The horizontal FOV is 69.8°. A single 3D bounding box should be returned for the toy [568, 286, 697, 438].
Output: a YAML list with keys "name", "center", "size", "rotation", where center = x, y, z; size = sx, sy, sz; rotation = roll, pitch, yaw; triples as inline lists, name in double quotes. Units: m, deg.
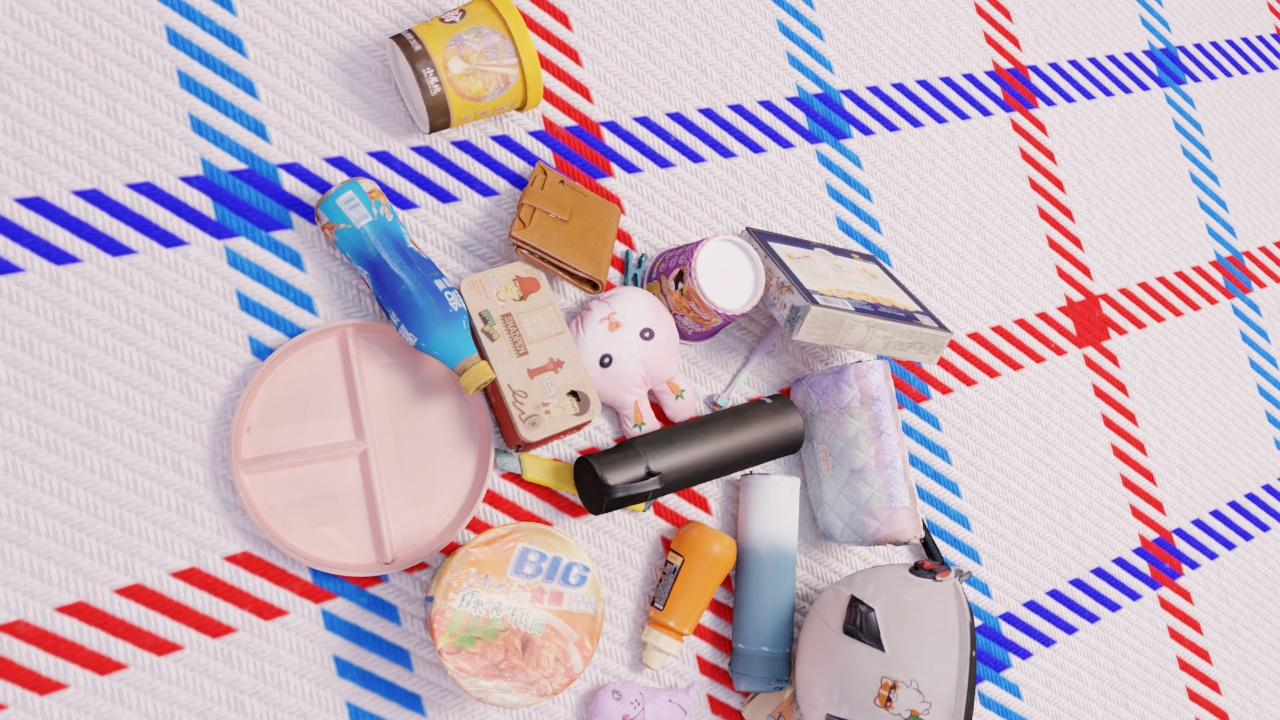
- name: "toy"
  center: [-0.006, 0.005, 0.932]
  size: [0.121, 0.054, 0.159]
  rotation: [-35, 102, -15]

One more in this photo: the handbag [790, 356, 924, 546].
- name: "handbag"
  center: [0.227, 0.101, 0.974]
  size: [0.075, 0.134, 0.194]
  rotation: [-10, 84, -27]

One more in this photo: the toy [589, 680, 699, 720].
- name: "toy"
  center: [0.000, 0.344, 0.883]
  size: [0.108, 0.039, 0.084]
  rotation: [16, 84, -22]

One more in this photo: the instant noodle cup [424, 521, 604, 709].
- name: "instant noodle cup"
  center: [-0.121, 0.219, 0.810]
  size: [0.151, 0.112, 0.151]
  rotation: [4, 79, -23]

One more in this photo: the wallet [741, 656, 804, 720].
- name: "wallet"
  center: [0.158, 0.383, 0.957]
  size: [0.087, 0.024, 0.115]
  rotation: [-35, 97, -30]

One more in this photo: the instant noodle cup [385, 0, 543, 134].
- name: "instant noodle cup"
  center: [-0.171, -0.280, 0.878]
  size: [0.114, 0.119, 0.118]
  rotation: [-27, 92, -17]

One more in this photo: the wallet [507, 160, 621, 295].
- name: "wallet"
  center: [-0.073, -0.133, 0.908]
  size: [0.107, 0.031, 0.131]
  rotation: [29, 39, -16]

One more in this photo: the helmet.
- name: "helmet"
  center: [0.229, 0.299, 0.893]
  size: [0.157, 0.274, 0.230]
  rotation: [9, 85, 15]

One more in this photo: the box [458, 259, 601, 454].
- name: "box"
  center: [-0.111, -0.002, 0.879]
  size: [0.091, 0.076, 0.168]
  rotation: [-20, 81, -25]

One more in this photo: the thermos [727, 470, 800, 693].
- name: "thermos"
  center: [0.126, 0.227, 0.943]
  size: [0.070, 0.070, 0.220]
  rotation: [11, 76, -22]

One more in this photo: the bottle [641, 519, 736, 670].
- name: "bottle"
  center: [0.041, 0.236, 0.911]
  size: [0.066, 0.067, 0.149]
  rotation: [30, 78, -17]

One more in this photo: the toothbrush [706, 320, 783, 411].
- name: "toothbrush"
  center: [0.135, -0.017, 1.017]
  size: [0.188, 0.029, 0.021]
  rotation: [-50, 142, -24]

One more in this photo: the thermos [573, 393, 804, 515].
- name: "thermos"
  center: [0.058, 0.096, 0.915]
  size: [0.242, 0.090, 0.068]
  rotation: [-15, 105, -30]

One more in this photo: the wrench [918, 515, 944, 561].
- name: "wrench"
  center: [0.302, 0.158, 1.047]
  size: [0.016, 0.056, 0.273]
  rotation: [-27, 96, 9]

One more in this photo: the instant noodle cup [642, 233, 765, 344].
- name: "instant noodle cup"
  center: [0.070, -0.079, 0.955]
  size: [0.111, 0.099, 0.111]
  rotation: [4, 80, -22]

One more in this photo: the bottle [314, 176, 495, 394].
- name: "bottle"
  center: [-0.206, -0.064, 0.827]
  size: [0.065, 0.065, 0.218]
  rotation: [-36, 86, -25]

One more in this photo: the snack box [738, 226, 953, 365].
- name: "snack box"
  center: [0.211, -0.071, 0.982]
  size: [0.177, 0.182, 0.046]
  rotation: [9, 119, -22]

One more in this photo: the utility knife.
- name: "utility knife"
  center: [-0.063, 0.117, 0.907]
  size: [0.180, 0.015, 0.033]
  rotation: [19, 61, -20]

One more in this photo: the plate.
- name: "plate"
  center: [-0.246, 0.077, 0.827]
  size: [0.229, 0.028, 0.229]
  rotation: [5, 78, -23]

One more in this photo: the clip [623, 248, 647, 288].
- name: "clip"
  center: [-0.007, -0.090, 0.970]
  size: [0.047, 0.014, 0.057]
  rotation: [14, 76, -23]
